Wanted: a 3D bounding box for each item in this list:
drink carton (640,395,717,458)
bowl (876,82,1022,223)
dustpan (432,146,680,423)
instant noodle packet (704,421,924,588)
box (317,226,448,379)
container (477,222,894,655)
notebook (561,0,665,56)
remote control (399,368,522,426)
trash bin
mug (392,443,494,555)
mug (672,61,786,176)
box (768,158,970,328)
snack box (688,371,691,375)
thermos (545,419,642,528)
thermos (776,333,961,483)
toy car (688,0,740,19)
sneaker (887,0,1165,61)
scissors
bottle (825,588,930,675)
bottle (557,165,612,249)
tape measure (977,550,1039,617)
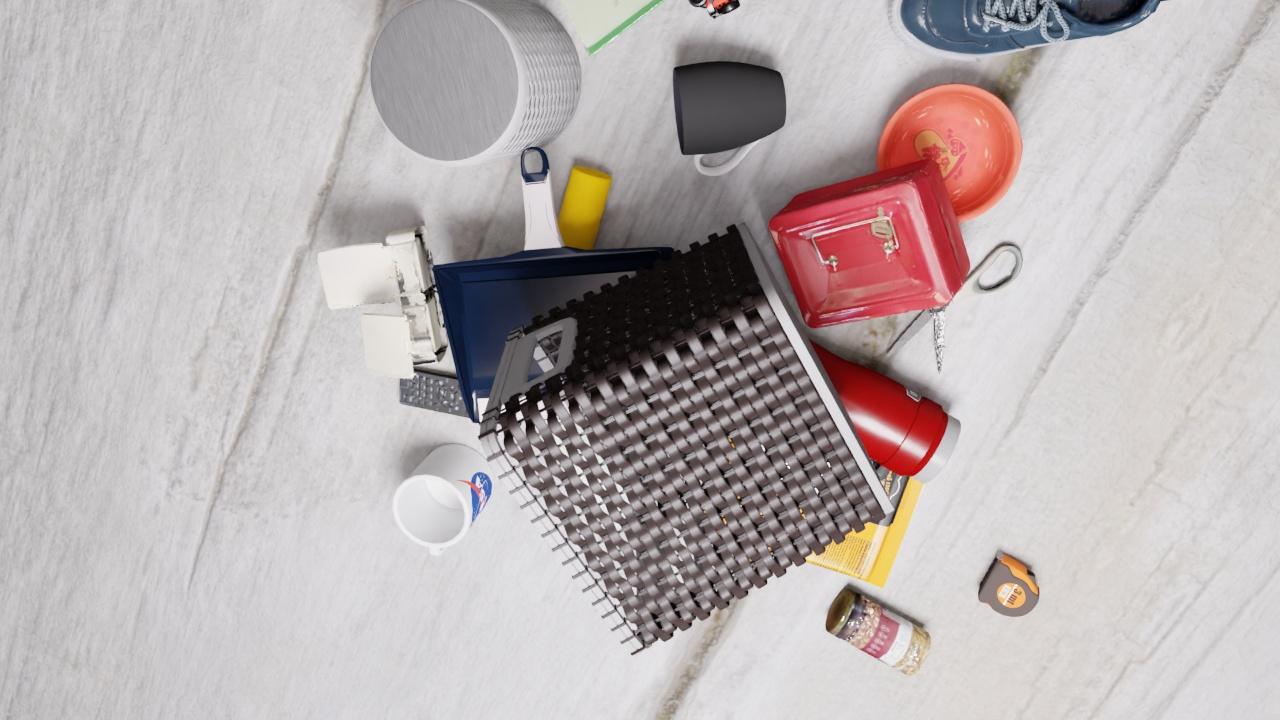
[{"bbox_3d":[0.044,0.083,1.021,0.044,0.038,0.129,37,111,-3],"label":"drink carton"},{"bbox_3d":[0.292,-0.198,0.877,0.130,0.045,0.131,3,109,10],"label":"bowl"},{"bbox_3d":[-0.086,-0.070,0.917,0.236,0.080,0.273,-3,95,11],"label":"dustpan"},{"bbox_3d":[0.189,0.153,1.021,0.221,0.032,0.160,17,108,5],"label":"instant noodle packet"},{"bbox_3d":[-0.271,-0.057,0.942,0.105,0.187,0.143,-9,101,-3],"label":"box"},{"bbox_3d":[0.042,0.052,0.803,0.244,0.247,0.245,-28,111,11],"label":"container"},{"bbox_3d":[0.020,-0.415,0.827,0.253,0.010,0.181,-31,70,18],"label":"notebook"},{"bbox_3d":[-0.206,0.041,1.064,0.150,0.022,0.047,11,110,9],"label":"remote control"},{"bbox_3d":[-0.152,-0.264,0.864,0.156,0.183,0.156,3,109,9],"label":"trash bin"},{"bbox_3d":[-0.230,0.170,1.074,0.091,0.090,0.121,12,110,6],"label":"mug"},{"bbox_3d":[0.087,-0.233,0.894,0.100,0.084,0.119,-7,137,0],"label":"mug"},{"bbox_3d":[0.217,-0.109,0.871,0.158,0.087,0.129,-8,118,40],"label":"box"},{"bbox_3d":[-0.006,0.006,0.987,0.121,0.072,0.072,-12,106,13],"label":"snack box"},{"bbox_3d":[-0.071,0.081,1.027,0.068,0.067,0.230,-30,100,18],"label":"thermos"},{"bbox_3d":[0.218,0.058,0.953,0.198,0.084,0.108,29,94,2],"label":"thermos"},{"bbox_3d":[0.060,-0.373,0.859,0.049,0.051,0.100,-21,103,19],"label":"toy car"},{"bbox_3d":[0.341,-0.314,0.807,0.236,0.087,0.089,-3,108,11],"label":"sneaker"},{"bbox_3d":[0.311,-0.072,0.934,0.158,0.012,0.171,-22,103,18],"label":"scissors"},{"bbox_3d":[0.270,0.309,1.046,0.105,0.056,0.056,29,111,0],"label":"bottle"},{"bbox_3d":[-0.070,-0.129,0.969,0.043,0.043,0.144,19,111,4],"label":"bottle"},{"bbox_3d":[0.408,0.249,1.012,0.059,0.038,0.058,26,111,16],"label":"tape measure"}]
